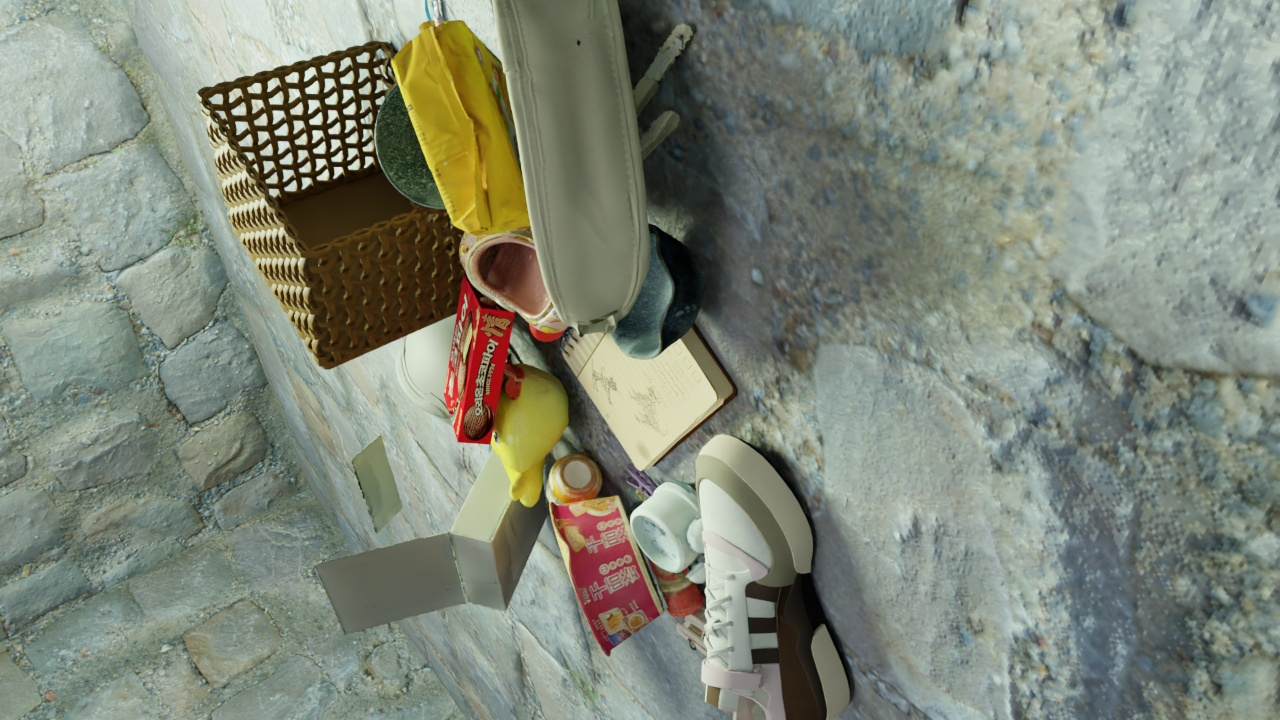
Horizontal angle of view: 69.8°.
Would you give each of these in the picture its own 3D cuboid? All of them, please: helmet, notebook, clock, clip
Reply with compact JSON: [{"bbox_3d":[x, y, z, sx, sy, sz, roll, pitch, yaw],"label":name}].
[{"bbox_3d":[-0.248,0.026,1.203,0.271,0.117,0.184,46,148,26],"label":"helmet"},{"bbox_3d":[-0.005,0.005,0.872,0.167,0.024,0.226,56,152,9],"label":"notebook"},{"bbox_3d":[0.044,0.171,0.902,0.118,0.056,0.083,31,140,35],"label":"clock"},{"bbox_3d":[0.003,0.134,0.985,0.051,0.013,0.032,40,147,32],"label":"clip"}]

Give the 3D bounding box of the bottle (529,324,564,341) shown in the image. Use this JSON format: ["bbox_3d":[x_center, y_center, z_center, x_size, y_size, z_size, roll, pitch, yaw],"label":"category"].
[{"bbox_3d":[-0.112,-0.070,0.959,0.036,0.036,0.119,93,156,-45],"label":"bottle"}]

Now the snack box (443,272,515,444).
[{"bbox_3d":[-0.182,-0.005,1.022,0.132,0.035,0.152,-130,50,-62],"label":"snack box"}]

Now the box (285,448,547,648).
[{"bbox_3d":[-0.265,0.240,1.179,0.167,0.329,0.164,90,157,-44],"label":"box"}]

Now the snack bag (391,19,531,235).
[{"bbox_3d":[-0.132,-0.183,0.764,0.247,0.068,0.159,-83,-25,-81],"label":"snack bag"}]

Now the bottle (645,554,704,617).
[{"bbox_3d":[0.031,0.219,0.981,0.044,0.044,0.109,-6,108,61],"label":"bottle"}]

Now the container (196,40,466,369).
[{"bbox_3d":[-0.327,-0.176,1.048,0.251,0.219,0.215,52,151,20],"label":"container"}]

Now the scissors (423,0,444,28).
[{"bbox_3d":[-0.184,-0.302,0.920,0.130,0.015,0.135,32,146,46],"label":"scissors"}]

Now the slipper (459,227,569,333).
[{"bbox_3d":[-0.128,-0.097,0.897,0.197,0.081,0.093,36,103,44],"label":"slipper"}]

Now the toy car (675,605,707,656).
[{"bbox_3d":[0.087,0.297,0.965,0.113,0.039,0.039,23,112,50],"label":"toy car"}]

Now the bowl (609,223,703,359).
[{"bbox_3d":[0.015,-0.056,0.734,0.110,0.055,0.110,14,106,59],"label":"bowl"}]

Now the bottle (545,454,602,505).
[{"bbox_3d":[-0.082,0.157,1.101,0.063,0.063,0.109,53,154,18],"label":"bottle"}]

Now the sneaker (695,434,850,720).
[{"bbox_3d":[0.085,0.210,0.799,0.112,0.116,0.294,14,126,56],"label":"sneaker"}]

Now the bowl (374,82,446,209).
[{"bbox_3d":[-0.194,-0.224,0.932,0.057,0.137,0.137,-51,-62,-76],"label":"bowl"}]

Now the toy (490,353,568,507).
[{"bbox_3d":[-0.134,0.085,1.074,0.133,0.092,0.208,-99,16,-46],"label":"toy"}]

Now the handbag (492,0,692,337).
[{"bbox_3d":[-0.027,-0.153,0.682,0.184,0.132,0.228,96,166,-72],"label":"handbag"}]

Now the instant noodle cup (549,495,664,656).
[{"bbox_3d":[-0.032,0.225,1.007,0.178,0.077,0.178,157,92,-87],"label":"instant noodle cup"}]
